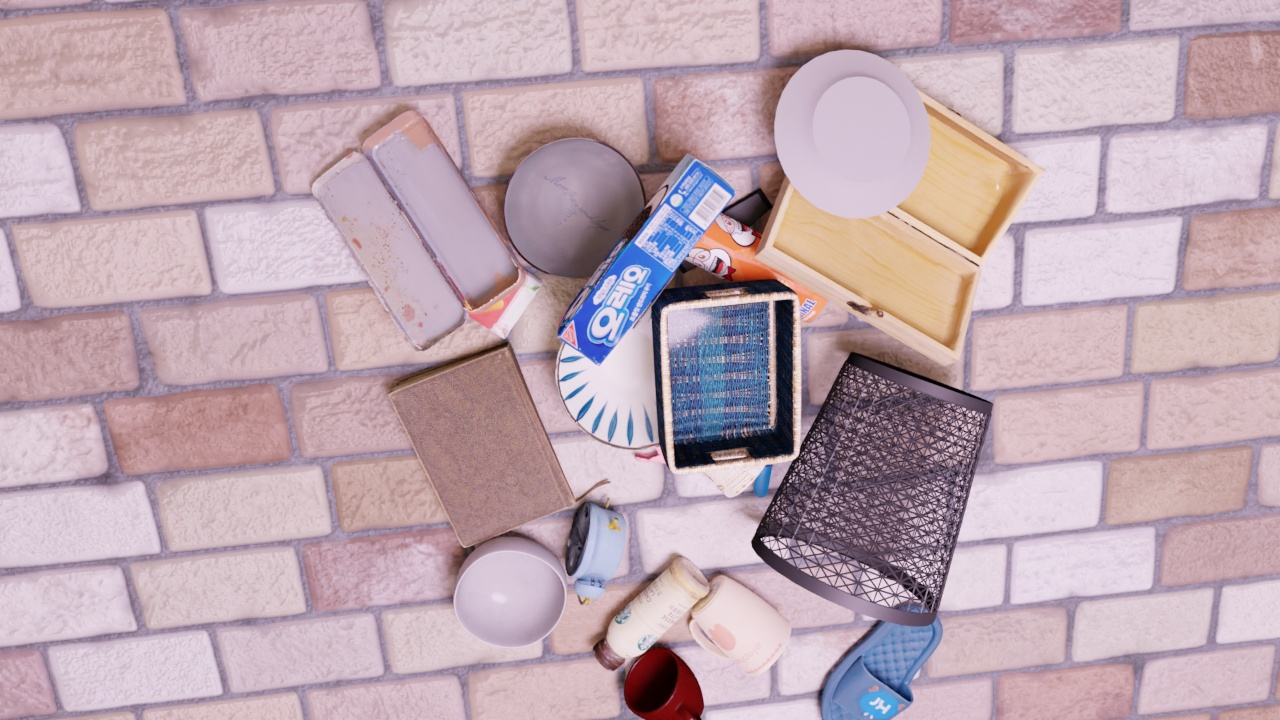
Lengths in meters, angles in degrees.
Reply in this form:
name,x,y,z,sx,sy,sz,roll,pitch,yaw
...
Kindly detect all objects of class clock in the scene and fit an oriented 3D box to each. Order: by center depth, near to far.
name,x,y,z,sx,sy,sz,roll,pitch,yaw
clock,-0.057,0.227,1.080,0.051,0.089,0.124,16,102,-16

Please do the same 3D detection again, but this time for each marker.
name,x,y,z,sx,sy,sz,roll,pitch,yaw
marker,0.152,0.105,1.101,0.018,0.015,0.123,6,103,-10

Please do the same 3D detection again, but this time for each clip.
name,x,y,z,sx,sy,sz,roll,pitch,yaw
clip,0.021,0.114,1.088,0.057,0.022,0.035,16,101,-11

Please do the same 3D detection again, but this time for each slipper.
name,x,y,z,sx,sy,sz,roll,pitch,yaw
slipper,0.309,0.407,1.180,0.104,0.059,0.214,30,100,-10

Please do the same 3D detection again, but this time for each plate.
name,x,y,z,sx,sy,sz,roll,pitch,yaw
plate,0.222,-0.233,0.935,0.172,0.019,0.173,0,90,-12

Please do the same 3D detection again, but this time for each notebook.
name,x,y,z,sx,sy,sz,roll,pitch,yaw
notebook,-0.159,0.093,1.059,0.190,0.034,0.215,-20,107,0

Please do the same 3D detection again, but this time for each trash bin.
name,x,y,z,sx,sy,sz,roll,pitch,yaw
trash bin,0.268,0.132,1.027,0.217,0.217,0.243,18,97,-10

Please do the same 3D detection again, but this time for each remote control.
name,x,y,z,sx,sy,sz,roll,pitch,yaw
remote control,0.090,-0.145,1.024,0.125,0.010,0.039,-35,106,5

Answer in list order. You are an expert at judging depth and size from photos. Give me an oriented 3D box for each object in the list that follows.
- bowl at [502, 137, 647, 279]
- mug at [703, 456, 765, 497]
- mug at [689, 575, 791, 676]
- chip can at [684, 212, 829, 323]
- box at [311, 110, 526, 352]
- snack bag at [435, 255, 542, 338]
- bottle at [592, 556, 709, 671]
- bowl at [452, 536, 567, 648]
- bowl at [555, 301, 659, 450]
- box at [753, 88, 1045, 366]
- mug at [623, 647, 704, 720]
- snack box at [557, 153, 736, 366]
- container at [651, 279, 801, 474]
name,x,y,z,sx,sy,sz,roll,pitch,yaw
bowl,-0.071,-0.164,0.980,0.150,0.056,0.151,-1,106,-5
mug,0.102,0.081,1.066,0.097,0.081,0.122,39,80,-7
mug,0.111,0.328,1.134,0.104,0.085,0.112,43,128,-5
chip can,0.107,-0.114,0.995,0.210,0.062,0.062,26,102,-12
box,-0.233,-0.133,0.956,0.148,0.043,0.216,-34,89,1
snack bag,-0.175,-0.085,1.005,0.116,0.036,0.077,33,101,-13
bottle,0.010,0.314,1.126,0.056,0.056,0.162,43,98,-15
bowl,-0.154,0.269,1.094,0.132,0.064,0.132,-2,108,-5
bowl,-0.006,0.006,1.028,0.177,0.071,0.177,-1,106,-4
box,0.276,-0.161,0.992,0.247,0.097,0.260,28,78,-10
mug,0.046,0.423,1.139,0.087,0.114,0.088,-50,123,-7
snack box,0.003,-0.102,0.927,0.059,0.059,0.227,34,103,-15
container,0.089,0.015,0.963,0.145,0.071,0.187,-6,109,-7
